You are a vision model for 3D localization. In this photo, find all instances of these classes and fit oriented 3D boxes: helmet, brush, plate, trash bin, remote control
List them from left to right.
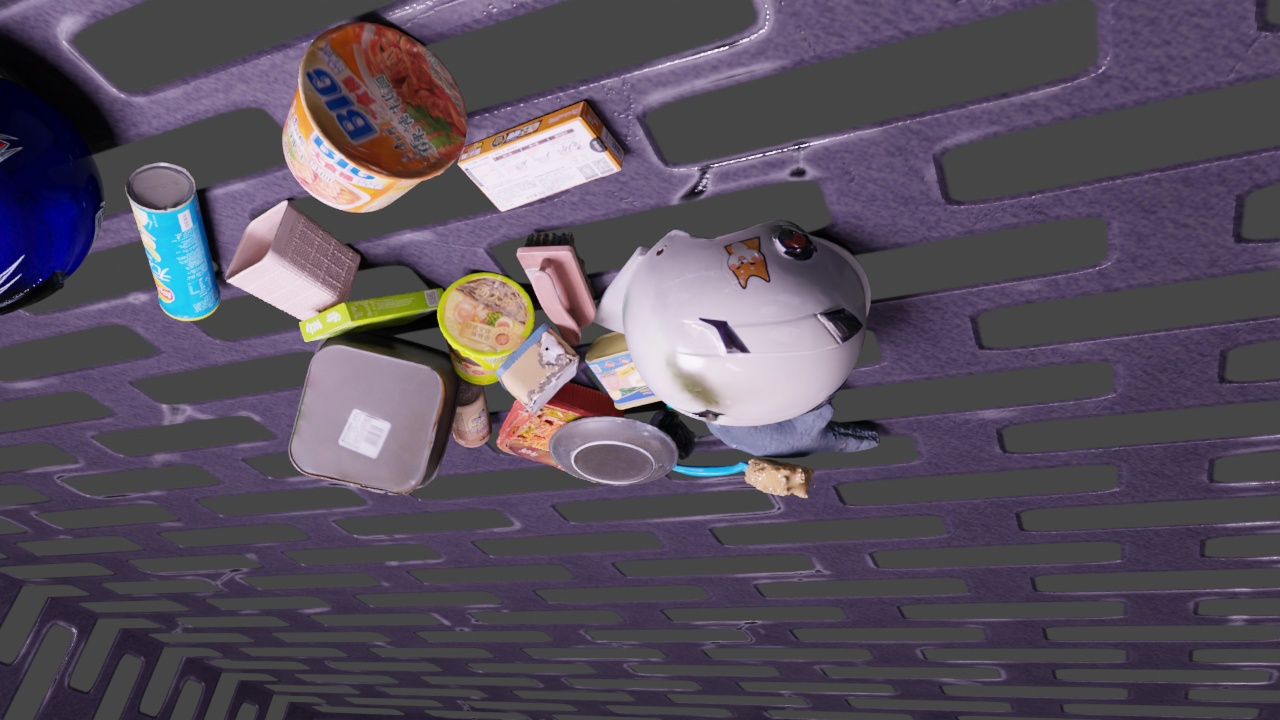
[{"bbox_3d":[-0.697,-0.156,0.925,0.316,0.239,0.247,-20,99,26],"label":"helmet"},{"bbox_3d":[-0.327,0.067,1.128,0.199,0.198,0.220,14,178,-13],"label":"trash bin"},{"bbox_3d":[-0.090,-0.078,1.044,0.063,0.072,0.146,-1,146,13],"label":"brush"},{"bbox_3d":[-0.037,0.132,1.248,0.179,0.024,0.180,3,142,2],"label":"plate"},{"bbox_3d":[-0.006,-0.080,1.066,0.058,0.021,0.150,22,144,-17],"label":"remote control"},{"bbox_3d":[0.122,0.149,1.225,0.083,0.046,0.255,4,177,-44],"label":"brush"},{"bbox_3d":[0.115,-0.018,0.968,0.274,0.156,0.231,5,131,-1],"label":"helmet"}]

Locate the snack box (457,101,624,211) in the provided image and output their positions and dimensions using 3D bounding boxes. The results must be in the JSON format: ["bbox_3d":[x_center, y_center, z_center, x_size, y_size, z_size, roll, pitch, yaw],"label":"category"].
[{"bbox_3d":[-0.099,-0.199,0.910,0.154,0.026,0.075,-12,141,29],"label":"snack box"}]

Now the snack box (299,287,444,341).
[{"bbox_3d":[-0.313,-0.055,1.087,0.086,0.026,0.156,-18,180,35],"label":"snack box"}]

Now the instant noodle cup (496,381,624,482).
[{"bbox_3d":[-0.098,0.094,1.291,0.188,0.079,0.165,18,145,-14],"label":"instant noodle cup"}]

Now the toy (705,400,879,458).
[{"bbox_3d":[0.160,0.062,1.181,0.356,0.091,0.138,27,123,-27],"label":"toy"}]

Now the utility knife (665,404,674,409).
[{"bbox_3d":[0.051,0.052,1.187,0.029,0.013,0.182,-7,173,-4],"label":"utility knife"}]

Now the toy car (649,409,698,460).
[{"bbox_3d":[0.047,0.105,1.306,0.034,0.042,0.090,14,155,48],"label":"toy car"}]

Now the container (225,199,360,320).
[{"bbox_3d":[-0.397,-0.109,1.063,0.090,0.090,0.111,-18,140,34],"label":"container"}]

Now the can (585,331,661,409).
[{"bbox_3d":[-0.007,0.007,1.150,0.102,0.057,0.083,-14,125,30],"label":"can"}]

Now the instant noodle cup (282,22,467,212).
[{"bbox_3d":[-0.249,-0.211,0.835,0.151,0.151,0.112,29,149,-26],"label":"instant noodle cup"}]

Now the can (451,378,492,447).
[{"bbox_3d":[-0.247,0.073,1.315,0.058,0.058,0.116,7,146,3],"label":"can"}]

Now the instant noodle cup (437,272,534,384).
[{"bbox_3d":[-0.190,-0.028,1.119,0.111,0.111,0.124,13,153,-6],"label":"instant noodle cup"}]

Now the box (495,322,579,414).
[{"bbox_3d":[-0.123,0.014,1.119,0.061,0.089,0.184,45,169,0],"label":"box"}]

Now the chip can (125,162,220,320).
[{"bbox_3d":[-0.544,-0.134,1.076,0.071,0.071,0.211,14,145,-7],"label":"chip can"}]
